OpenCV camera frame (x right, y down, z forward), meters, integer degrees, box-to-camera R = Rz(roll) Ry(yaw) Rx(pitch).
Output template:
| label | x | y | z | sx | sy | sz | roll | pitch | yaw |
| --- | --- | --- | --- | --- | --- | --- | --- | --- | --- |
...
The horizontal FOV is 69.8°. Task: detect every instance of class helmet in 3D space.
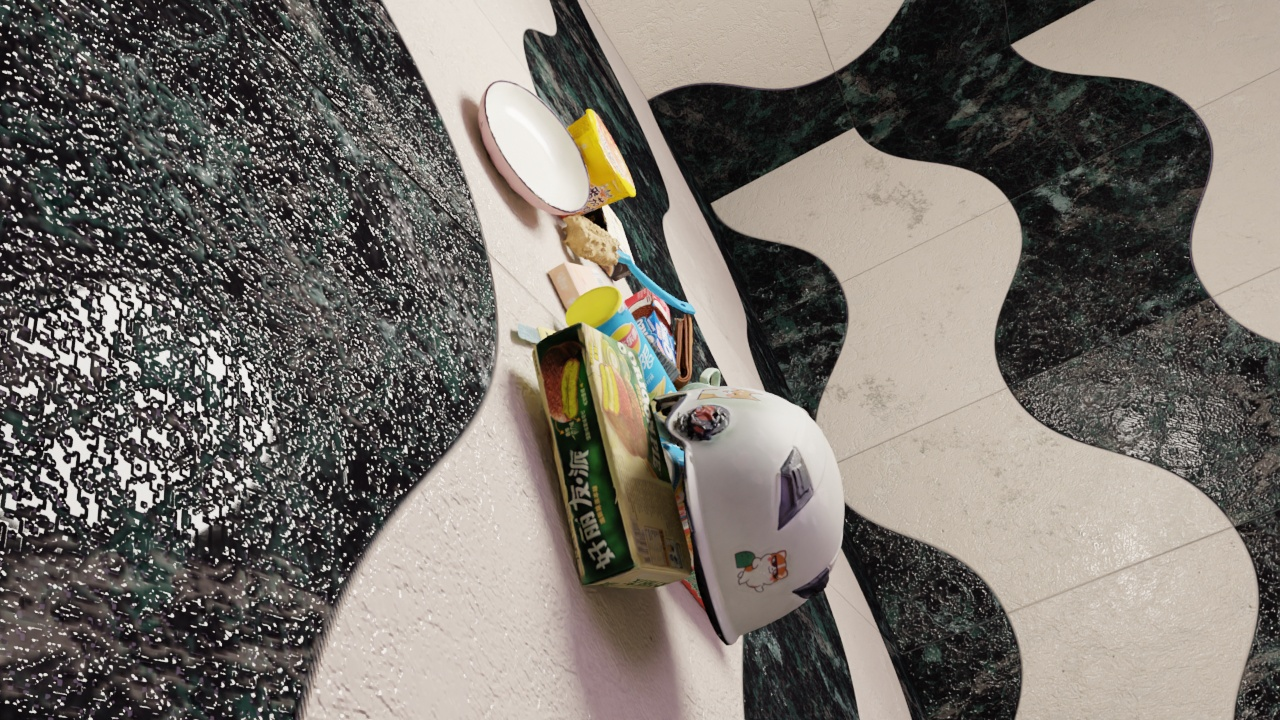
| label | x | y | z | sx | sy | sz | roll | pitch | yaw |
| --- | --- | --- | --- | --- | --- | --- | --- | --- | --- |
| helmet | 0.115 | 0.129 | 0.873 | 0.273 | 0.157 | 0.230 | -100 | 174 | -72 |

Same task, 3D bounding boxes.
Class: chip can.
| label | x | y | z | sx | sy | sz | roll | pitch | yaw |
| --- | --- | --- | --- | --- | --- | --- | --- | --- | --- |
| chip can | -0.011 | 0.010 | 1.105 | 0.210 | 0.071 | 0.071 | 58 | 13 | -36 |

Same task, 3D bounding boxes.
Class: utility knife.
| label | x | y | z | sx | sy | sz | roll | pitch | yaw |
| --- | --- | --- | --- | --- | --- | --- | --- | --- | --- |
| utility knife | -0.095 | -0.019 | 1.007 | 0.031 | 0.022 | 0.212 | 64 | 17 | 12 |

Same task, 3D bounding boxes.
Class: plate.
| label | x | y | z | sx | sy | sz | roll | pitch | yaw |
| --- | --- | --- | --- | --- | --- | --- | --- | --- | --- |
| plate | -0.141 | -0.266 | 1.175 | 0.192 | 0.039 | 0.192 | 39 | 36 | -36 |

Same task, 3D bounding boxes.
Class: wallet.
| label | x | y | z | sx | sy | sz | roll | pitch | yaw |
| --- | --- | --- | --- | --- | --- | --- | --- | --- | --- |
| wallet | 0.065 | -0.011 | 1.442 | 0.132 | 0.031 | 0.107 | 97 | -4 | -80 |

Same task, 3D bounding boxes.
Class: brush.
| label | x | y | z | sx | sy | sz | roll | pitch | yaw |
| --- | --- | --- | --- | --- | --- | --- | --- | --- | --- |
| brush | -0.013 | -0.131 | 1.327 | 0.254 | 0.046 | 0.083 | 32 | 18 | -33 |
| brush | -0.007 | 0.007 | 1.183 | 0.144 | 0.055 | 0.073 | 46 | 62 | -37 |

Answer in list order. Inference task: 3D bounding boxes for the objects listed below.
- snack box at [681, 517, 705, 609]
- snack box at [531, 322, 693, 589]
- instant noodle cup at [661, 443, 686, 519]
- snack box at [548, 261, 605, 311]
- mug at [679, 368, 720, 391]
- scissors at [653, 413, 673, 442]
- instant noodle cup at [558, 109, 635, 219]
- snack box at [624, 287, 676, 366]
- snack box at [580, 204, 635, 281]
| label | x | y | z | sx | sy | sz | roll | pitch | yaw |
| --- | --- | --- | --- | --- | --- | --- | --- | --- | --- |
| snack box | 0.084 | 0.237 | 1.062 | 0.156 | 0.077 | 0.027 | 55 | 16 | -33 |
| snack box | -0.026 | 0.091 | 0.864 | 0.114 | 0.063 | 0.239 | 27 | 43 | -59 |
| instant noodle cup | 0.028 | 0.134 | 1.033 | 0.109 | 0.099 | 0.099 | 23 | 42 | -59 |
| snack box | -0.069 | -0.081 | 1.195 | 0.084 | 0.026 | 0.157 | 65 | 13 | 3 |
| mug | 0.100 | 0.065 | 1.417 | 0.106 | 0.082 | 0.111 | 19 | 82 | -68 |
| scissors | -0.033 | 0.037 | 1.024 | 0.181 | 0.019 | 0.170 | 40 | -7 | -22 |
| instant noodle cup | -0.086 | -0.273 | 1.320 | 0.138 | 0.110 | 0.137 | 57 | 14 | -24 |
| snack box | 0.013 | -0.038 | 1.374 | 0.058 | 0.057 | 0.207 | 54 | 16 | -26 |
| snack box | -0.058 | -0.204 | 1.426 | 0.125 | 0.053 | 0.113 | 46 | 22 | -52 |
